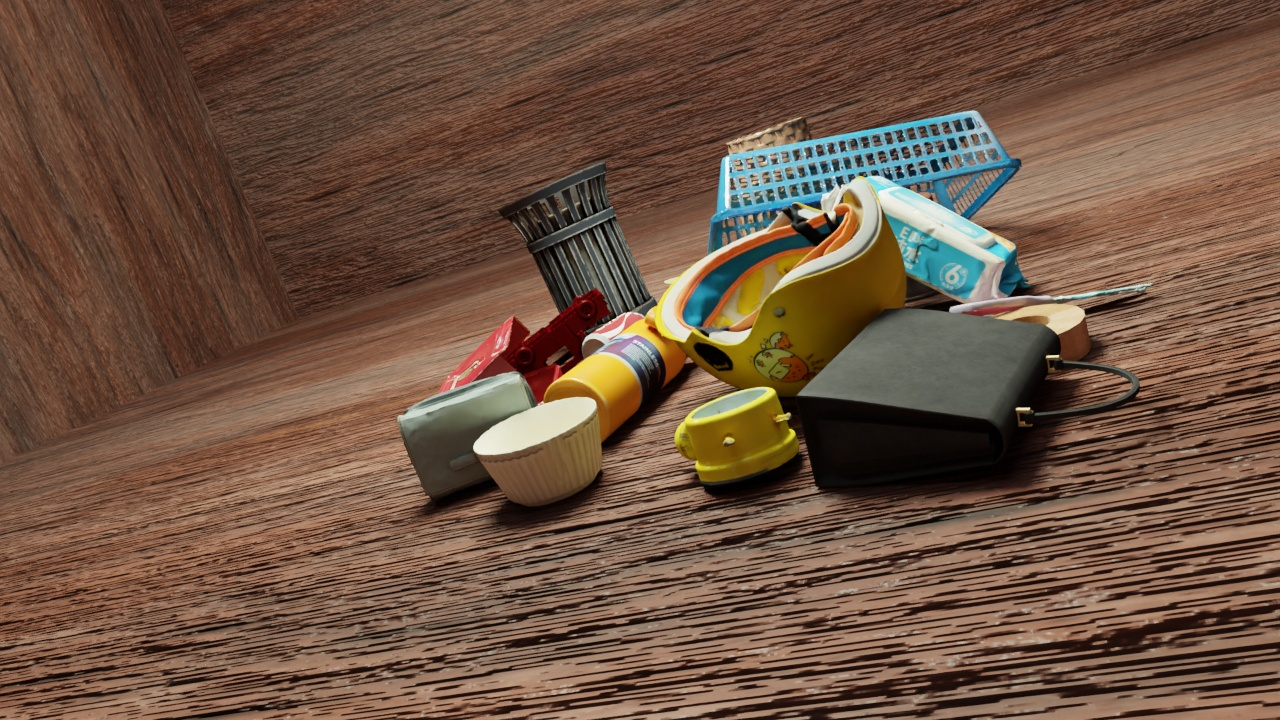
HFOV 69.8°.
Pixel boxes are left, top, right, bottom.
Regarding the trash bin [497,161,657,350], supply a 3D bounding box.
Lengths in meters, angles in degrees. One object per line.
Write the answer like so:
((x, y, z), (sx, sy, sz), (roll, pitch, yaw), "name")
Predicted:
((-0.079, -0.142, 1.305), (0.164, 0.227, 0.164), (-24, 10, 4), "trash bin")

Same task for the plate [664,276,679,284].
((0.126, -0.100, 1.263), (0.184, 0.036, 0.184), (-6, 10, 1), "plate")

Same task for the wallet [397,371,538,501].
((-0.158, 0.074, 0.887), (0.131, 0.100, 0.054), (-21, 22, -4), "wallet")

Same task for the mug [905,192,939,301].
((0.287, -0.127, 1.053), (0.123, 0.110, 0.096), (-7, 13, 38), "mug")

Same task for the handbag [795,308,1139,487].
((0.241, 0.020, 0.646), (0.196, 0.072, 0.175), (-3, 21, 37), "handbag")

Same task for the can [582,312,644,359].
((-0.029, -0.025, 1.181), (0.054, 0.054, 0.096), (-8, 18, 37), "can")

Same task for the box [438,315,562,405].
((-0.150, 0.051, 1.002), (0.137, 0.126, 0.157), (-38, 15, 9), "box")

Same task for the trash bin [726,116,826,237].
((0.208, -0.238, 1.360), (0.151, 0.210, 0.151), (-18, 13, 4), "trash bin")

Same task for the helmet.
((0.142, -0.044, 0.855), (0.241, 0.139, 0.208), (-17, 28, 49), "helmet")

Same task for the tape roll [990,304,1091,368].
((0.315, -0.016, 0.751), (0.094, 0.027, 0.094), (-18, 14, 4), "tape roll")

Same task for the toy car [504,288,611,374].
((-0.108, -0.022, 1.214), (0.170, 0.062, 0.070), (-38, 15, -1), "toy car")

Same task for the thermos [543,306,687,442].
((-0.006, 0.006, 0.975), (0.092, 0.076, 0.232), (-41, -1, 36), "thermos")

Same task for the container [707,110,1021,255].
((0.258, -0.213, 1.170), (0.362, 0.089, 0.257), (-10, -9, 1), "container")

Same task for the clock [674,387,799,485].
((0.074, 0.059, 0.725), (0.083, 0.057, 0.119), (-22, 6, -15), "clock")

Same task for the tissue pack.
((0.286, -0.119, 0.920), (0.209, 0.066, 0.116), (33, 28, 20), "tissue pack")

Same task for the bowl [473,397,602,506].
((-0.084, 0.085, 0.819), (0.115, 0.062, 0.115), (-18, 14, 5), "bowl")

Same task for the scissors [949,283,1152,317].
((0.365, -0.052, 0.829), (0.179, 0.016, 0.101), (-9, -7, 6), "scissors")
